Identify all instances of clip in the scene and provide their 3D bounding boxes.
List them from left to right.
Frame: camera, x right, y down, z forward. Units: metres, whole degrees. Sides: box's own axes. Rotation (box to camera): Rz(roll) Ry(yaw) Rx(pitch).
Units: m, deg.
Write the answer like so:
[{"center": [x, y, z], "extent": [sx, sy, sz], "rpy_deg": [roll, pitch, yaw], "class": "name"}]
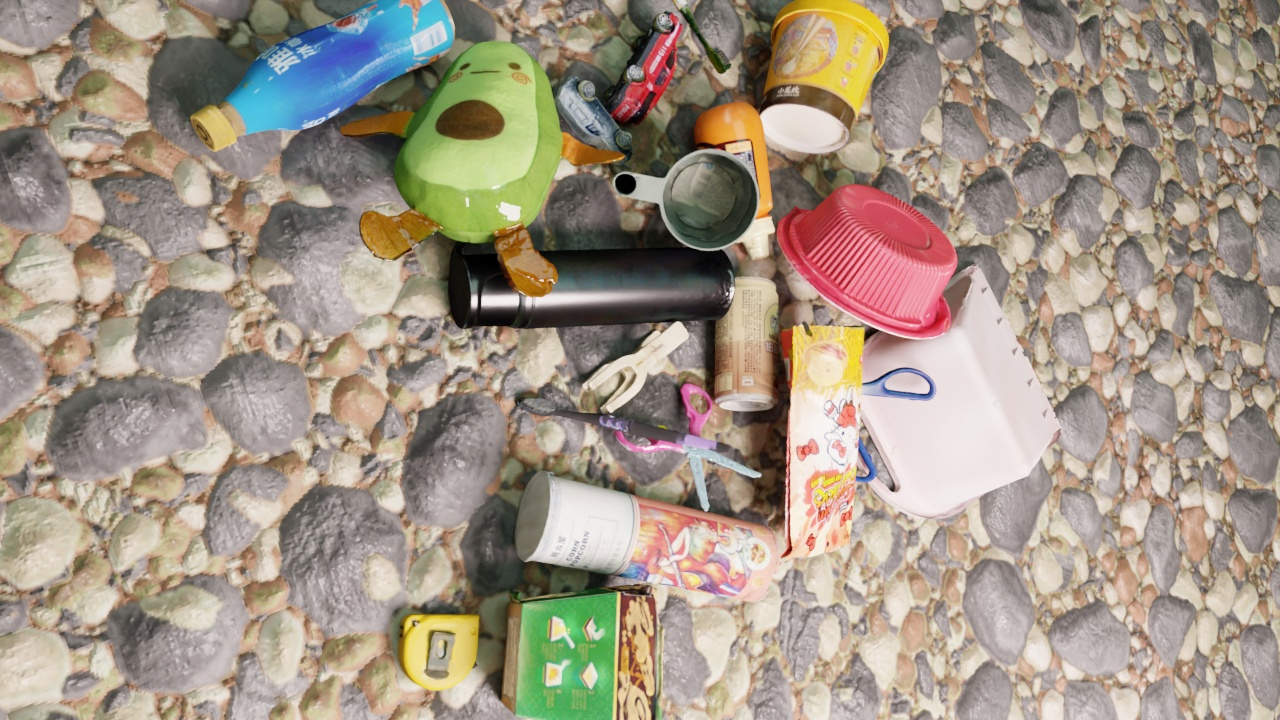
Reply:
[{"center": [-0.003, 0.004, 0.801], "extent": [0.099, 0.070, 0.034], "rpy_deg": [-39, 97, -25], "class": "clip"}]

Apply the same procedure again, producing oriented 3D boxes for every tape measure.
[{"center": [-0.150, 0.216, 0.684], "extent": [0.060, 0.029, 0.057], "rpy_deg": [8, 75, -25], "class": "tape measure"}]

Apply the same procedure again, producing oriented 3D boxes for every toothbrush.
[{"center": [-0.012, 0.055, 0.778], "extent": [0.189, 0.017, 0.014], "rpy_deg": [14, 66, -10], "class": "toothbrush"}, {"center": [0.037, -0.372, 0.928], "extent": [0.017, 0.012, 0.186], "rpy_deg": [-37, 96, -35], "class": "toothbrush"}]

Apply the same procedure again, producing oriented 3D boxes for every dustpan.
[{"center": [0.325, 0.039, 0.983], "extent": [0.272, 0.139, 0.222], "rpy_deg": [-26, 90, -58], "class": "dustpan"}]

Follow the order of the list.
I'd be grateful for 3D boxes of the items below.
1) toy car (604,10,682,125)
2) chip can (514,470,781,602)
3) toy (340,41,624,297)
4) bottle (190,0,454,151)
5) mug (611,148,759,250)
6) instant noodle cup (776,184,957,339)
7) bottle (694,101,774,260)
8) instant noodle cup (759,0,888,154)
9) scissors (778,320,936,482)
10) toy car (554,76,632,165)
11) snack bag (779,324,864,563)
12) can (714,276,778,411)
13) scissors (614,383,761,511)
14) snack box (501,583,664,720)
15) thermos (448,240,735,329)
[{"center": [0.006, -0.275, 0.867], "extent": [0.045, 0.053, 0.120], "rpy_deg": [31, 69, -20], "class": "toy car"}, {"center": [0.008, 0.149, 0.758], "extent": [0.214, 0.071, 0.071], "rpy_deg": [17, 71, -24], "class": "chip can"}, {"center": [-0.127, -0.167, 0.735], "extent": [0.227, 0.090, 0.246], "rpy_deg": [8, 57, -6], "class": "toy"}, {"center": [-0.246, -0.227, 0.718], "extent": [0.218, 0.065, 0.065], "rpy_deg": [-41, 98, -28], "class": "bottle"}, {"center": [0.039, -0.148, 0.810], "extent": [0.124, 0.103, 0.084], "rpy_deg": [12, 103, -1], "class": "mug"}, {"center": [0.229, -0.107, 0.882], "extent": [0.193, 0.066, 0.193], "rpy_deg": [17, 37, -14], "class": "instant noodle cup"}, {"center": [0.098, -0.170, 0.886], "extent": [0.066, 0.067, 0.149], "rpy_deg": [-16, 93, -29], "class": "bottle"}, {"center": [0.179, -0.281, 0.925], "extent": [0.118, 0.119, 0.114], "rpy_deg": [22, 77, -21], "class": "instant noodle cup"}, {"center": [0.202, 0.038, 0.883], "extent": [0.162, 0.012, 0.176], "rpy_deg": [-16, 98, 3], "class": "scissors"}, {"center": [-0.042, -0.215, 0.833], "extent": [0.034, 0.043, 0.090], "rpy_deg": [-42, 99, -13], "class": "toy car"}, {"center": [0.162, 0.071, 0.828], "extent": [0.128, 0.073, 0.208], "rpy_deg": [-1, 91, -55], "class": "snack bag"}, {"center": [0.098, -0.014, 0.848], "extent": [0.058, 0.059, 0.116], "rpy_deg": [9, 75, -26], "class": "can"}, {"center": [0.045, 0.070, 0.805], "extent": [0.133, 0.017, 0.133], "rpy_deg": [22, 48, 3], "class": "scissors"}, {"center": [-0.049, 0.227, 0.695], "extent": [0.105, 0.118, 0.117], "rpy_deg": [5, 75, -13], "class": "snack box"}, {"center": [-0.040, -0.074, 0.786], "extent": [0.242, 0.069, 0.090], "rpy_deg": [-3, 76, -28], "class": "thermos"}]
